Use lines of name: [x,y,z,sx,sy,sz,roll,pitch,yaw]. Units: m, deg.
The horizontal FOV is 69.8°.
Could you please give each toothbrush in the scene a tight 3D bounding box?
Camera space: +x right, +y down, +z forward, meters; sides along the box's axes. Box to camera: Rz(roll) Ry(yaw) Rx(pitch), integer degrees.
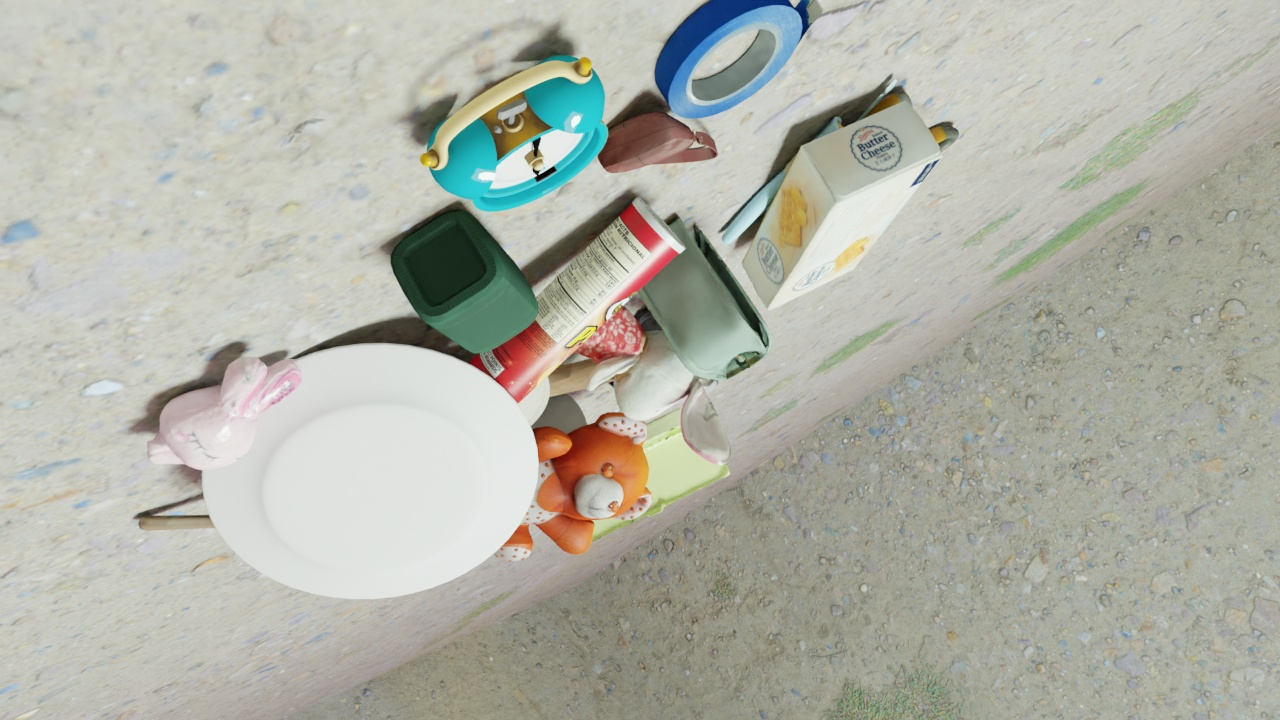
toothbrush: [0.116,-0.147,0.774,0.155,0.016,0.022,-44,-163,43]

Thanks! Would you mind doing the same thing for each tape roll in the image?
tape roll: [0.052,-0.180,0.540,0.092,0.016,0.092,-18,161,-39]

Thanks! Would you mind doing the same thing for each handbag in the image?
handbag: [0.023,-0.140,0.603,0.055,0.029,0.119,-15,-179,30]
handbag: [0.050,-0.052,0.765,0.067,0.121,0.106,-35,162,13]

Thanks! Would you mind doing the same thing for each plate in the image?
plate: [-0.196,0.095,0.686,0.242,0.016,0.243,-8,124,-12]

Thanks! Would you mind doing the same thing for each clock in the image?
clock: [-0.062,-0.117,0.489,0.099,0.043,0.129,-30,172,2]

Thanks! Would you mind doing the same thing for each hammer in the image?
hammer: [-0.076,0.018,0.863,0.327,0.098,0.052,-13,165,-26]

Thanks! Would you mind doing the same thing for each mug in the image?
mug: [-0.127,0.084,0.986,0.096,0.078,0.112,-17,-171,-41]

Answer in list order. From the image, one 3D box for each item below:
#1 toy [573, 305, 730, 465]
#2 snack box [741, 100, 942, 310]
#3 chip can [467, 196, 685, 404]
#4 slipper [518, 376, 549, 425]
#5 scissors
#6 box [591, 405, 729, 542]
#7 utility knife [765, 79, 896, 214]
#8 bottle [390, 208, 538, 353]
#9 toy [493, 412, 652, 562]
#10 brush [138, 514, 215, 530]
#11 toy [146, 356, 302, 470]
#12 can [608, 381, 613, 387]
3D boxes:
toy: [-0.005,0.005,0.780,0.194,0.159,0.084,28,113,-23]
snack box: [0.164,-0.125,0.792,0.104,0.057,0.208,-26,165,-15]
chip can: [-0.062,-0.029,0.689,0.215,0.052,0.051,-43,163,11]
slipper: [-0.200,0.068,0.752,0.273,0.054,0.114,-29,131,-20]
scissors: [0.214,-0.181,0.847,0.229,0.016,0.226,-23,164,-23]
box: [-0.012,0.112,0.974,0.188,0.066,0.127,-28,125,8]
utility knife: [0.155,-0.175,0.762,0.022,0.015,0.162,-18,160,-41]
bottle: [-0.106,-0.044,0.604,0.061,0.061,0.131,-32,165,1]
toy: [-0.074,0.119,0.877,0.172,0.092,0.164,-8,123,-6]
brush: [-0.329,0.133,0.758,0.151,0.012,0.039,3,-179,-26]
toy: [-0.270,0.037,0.594,0.110,0.047,0.063,-41,161,12]
can: [-0.009,-0.002,0.988,0.032,0.032,0.095,-21,163,-29]
